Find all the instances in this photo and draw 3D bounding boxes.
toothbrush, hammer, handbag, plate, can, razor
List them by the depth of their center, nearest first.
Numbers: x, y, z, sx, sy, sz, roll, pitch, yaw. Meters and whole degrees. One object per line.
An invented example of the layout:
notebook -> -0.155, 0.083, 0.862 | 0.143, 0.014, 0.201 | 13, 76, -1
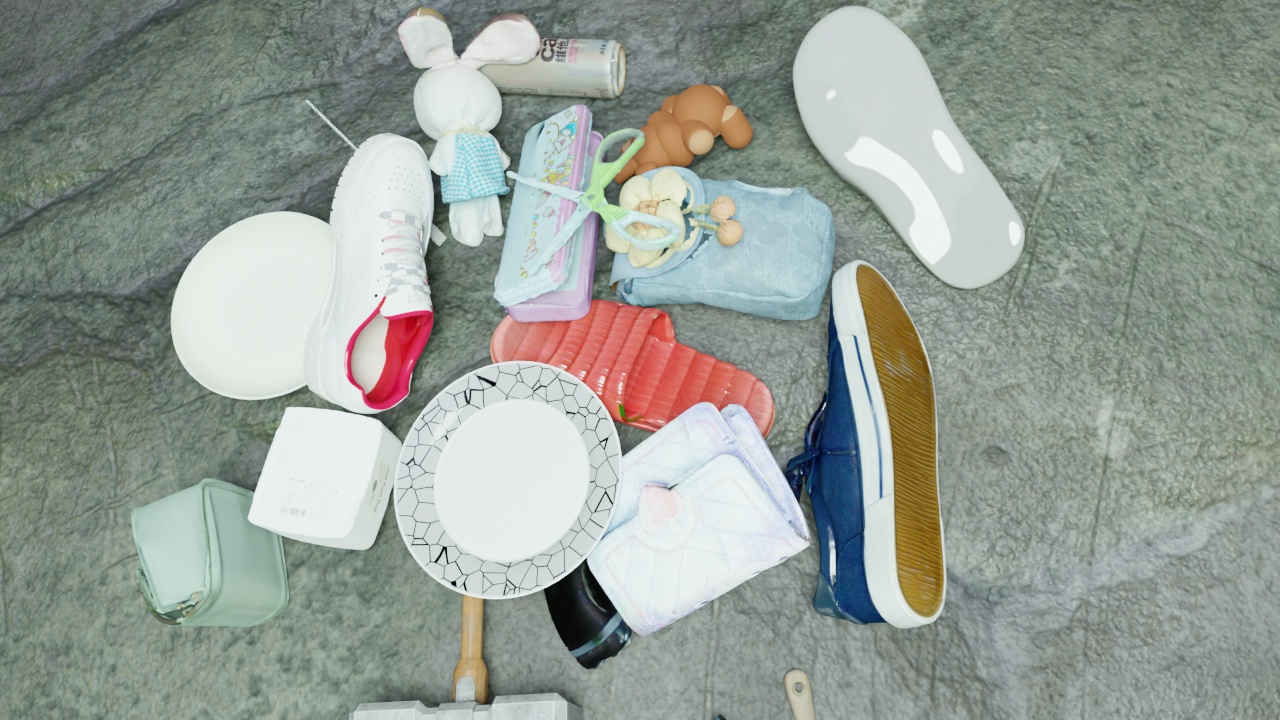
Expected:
handbag -> 0.034, 0.120, 0.697 | 0.159, 0.069, 0.126 | -37, 67, 23
plate -> -0.104, 0.092, 0.725 | 0.189, 0.016, 0.188 | -5, 69, 13
hammer -> -0.133, 0.192, 0.732 | 0.163, 0.083, 0.317 | -5, 65, 5
handbag -> -0.344, 0.160, 0.736 | 0.067, 0.122, 0.106 | -20, 71, 0
razor -> -0.047, 0.174, 0.737 | 0.053, 0.063, 0.140 | -40, 56, 31
handbag -> 0.065, -0.101, 0.770 | 0.192, 0.118, 0.121 | 10, 72, 17
toothbrush -> -0.228, -0.158, 0.798 | 0.010, 0.181, 0.010 | 29, 77, 42
plate -> -0.338, -0.048, 0.846 | 0.182, 0.034, 0.182 | -2, 73, 6
can -> -0.085, -0.281, 0.878 | 0.136, 0.054, 0.054 | 6, 73, 8

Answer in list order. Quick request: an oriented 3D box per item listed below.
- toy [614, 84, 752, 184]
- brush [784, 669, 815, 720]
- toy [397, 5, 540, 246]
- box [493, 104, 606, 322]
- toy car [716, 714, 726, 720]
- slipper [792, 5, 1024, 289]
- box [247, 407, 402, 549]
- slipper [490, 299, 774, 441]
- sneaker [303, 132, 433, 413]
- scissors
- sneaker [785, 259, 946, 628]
toy -> 0.032, -0.199, 0.839 | 0.128, 0.065, 0.095 | -34, 39, 7
brush -> 0.133, 0.310, 0.688 | 0.039, 0.012, 0.151 | -11, 72, 4
toy -> -0.158, -0.209, 0.847 | 0.130, 0.106, 0.205 | -10, 102, -27
box -> -0.078, -0.131, 0.802 | 0.078, 0.065, 0.213 | -9, 53, 18
toy car -> 0.080, 0.314, 0.676 | 0.032, 0.048, 0.105 | -34, 73, -1
slipper -> 0.232, -0.181, 0.805 | 0.113, 0.080, 0.266 | -38, 86, 16
box -> -0.263, 0.108, 0.790 | 0.102, 0.091, 0.107 | 6, 65, 13
slipper -> -0.005, 0.004, 0.763 | 0.249, 0.059, 0.103 | 18, 66, 5
sneaker -> -0.206, -0.069, 0.768 | 0.104, 0.090, 0.236 | 17, 92, 42
scissors -> -0.040, -0.130, 0.741 | 0.172, 0.021, 0.171 | 24, 66, 21
sneaker -> 0.158, 0.063, 0.733 | 0.128, 0.120, 0.294 | -19, 60, 43
